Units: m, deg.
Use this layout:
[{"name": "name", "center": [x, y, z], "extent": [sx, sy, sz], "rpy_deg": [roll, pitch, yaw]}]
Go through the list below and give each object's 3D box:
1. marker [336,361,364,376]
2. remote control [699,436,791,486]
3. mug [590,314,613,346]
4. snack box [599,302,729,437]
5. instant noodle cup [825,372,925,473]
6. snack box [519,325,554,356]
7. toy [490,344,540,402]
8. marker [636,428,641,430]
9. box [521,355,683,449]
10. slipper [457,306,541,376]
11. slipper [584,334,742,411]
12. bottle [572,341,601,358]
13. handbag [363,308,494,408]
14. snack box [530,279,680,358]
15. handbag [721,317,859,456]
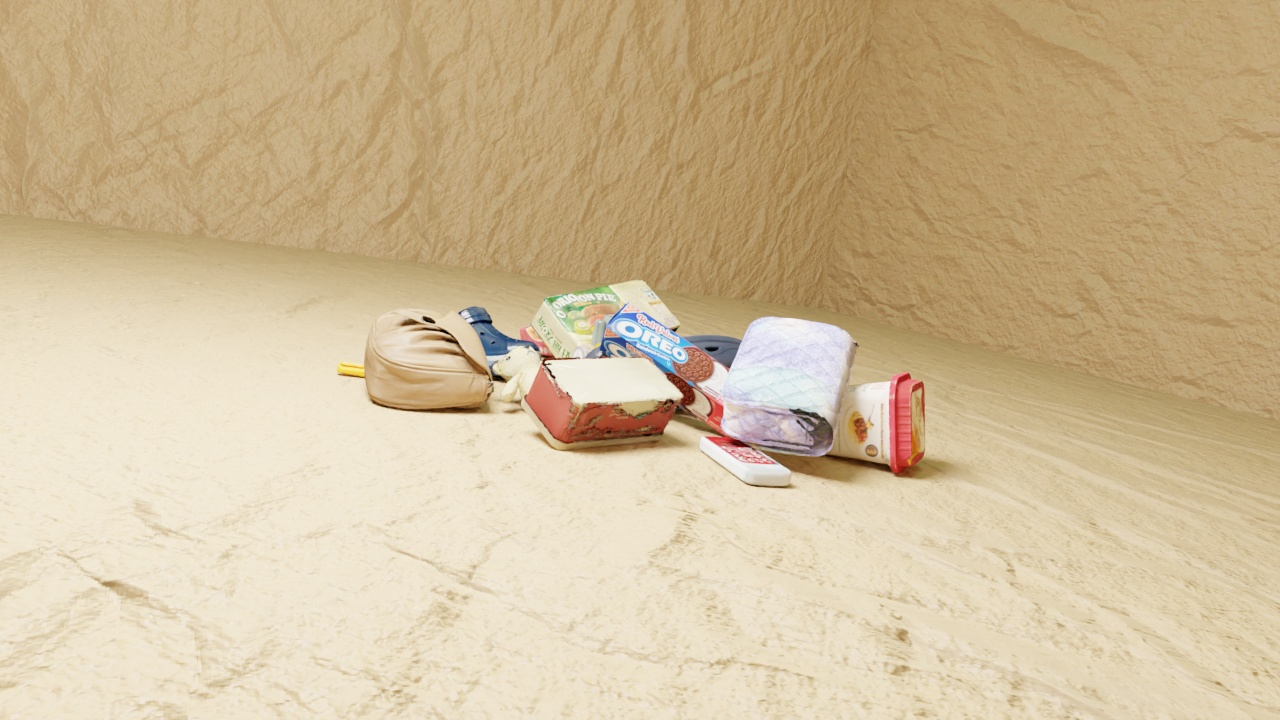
[{"name": "marker", "center": [-0.324, 0.018, 1.173], "extent": [0.123, 0.015, 0.018], "rpy_deg": [10, 15, -12]}, {"name": "remote control", "center": [0.113, 0.109, 1.008], "extent": [0.055, 0.020, 0.136], "rpy_deg": [7, 9, -20]}, {"name": "mug", "center": [-0.035, -0.011, 1.364], "extent": [0.084, 0.103, 0.123], "rpy_deg": [15, 10, 33]}, {"name": "snack box", "center": [0.046, 0.011, 1.158], "extent": [0.207, 0.058, 0.057], "rpy_deg": [35, 56, 11]}, {"name": "instant noodle cup", "center": [0.281, 0.075, 1.136], "extent": [0.124, 0.116, 0.116], "rpy_deg": [-1, 4, 27]}, {"name": "snack box", "center": [-0.120, -0.039, 1.550], "extent": [0.113, 0.044, 0.127], "rpy_deg": [-16, 17, -43]}, {"name": "toy", "center": [-0.116, 0.035, 1.109], "extent": [0.105, 0.066, 0.157], "rpy_deg": [-8, 34, -42]}, {"name": "marker", "center": [-0.024, 0.081, 1.071], "extent": [0.124, 0.015, 0.018], "rpy_deg": [-2, 52, -43]}, {"name": "box", "center": [-0.036, 0.039, 1.022], "extent": [0.168, 0.079, 0.091], "rpy_deg": [-2, 39, -44]}, {"name": "slipper", "center": [-0.247, -0.034, 1.342], "extent": [0.253, 0.095, 0.105], "rpy_deg": [10, 11, 28]}, {"name": "slipper", "center": [0.048, 0.031, 1.249], "extent": [0.267, 0.111, 0.083], "rpy_deg": [0, 37, -27]}, {"name": "bottle", "center": [-0.008, 0.008, 1.304], "extent": [0.189, 0.068, 0.068], "rpy_deg": [7, 8, -33]}, {"name": "handbag", "center": [-0.258, -0.008, 1.116], "extent": [0.147, 0.100, 0.204], "rpy_deg": [6, 17, -18]}, {"name": "snack box", "center": [-0.053, -0.059, 1.496], "extent": [0.239, 0.063, 0.114], "rpy_deg": [-18, 61, -47]}, {"name": "handbag", "center": [0.175, 0.027, 1.078], "extent": [0.134, 0.076, 0.193], "rpy_deg": [8, 36, 18]}]
